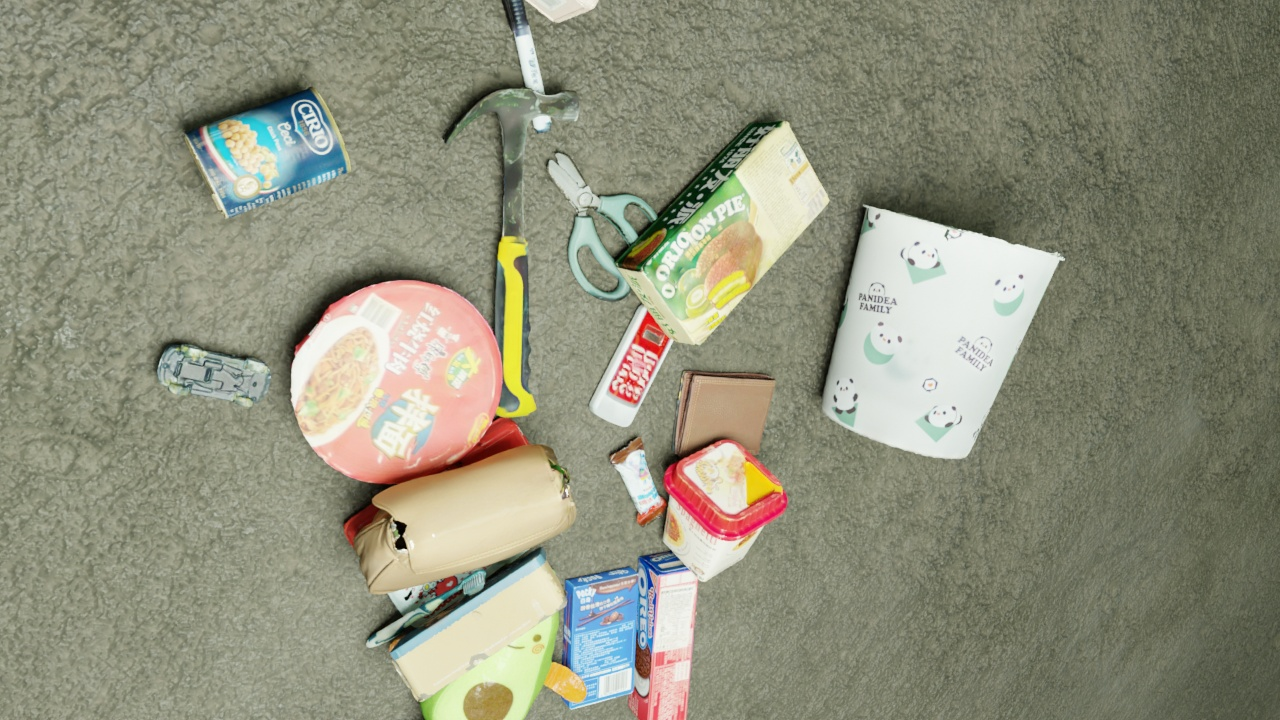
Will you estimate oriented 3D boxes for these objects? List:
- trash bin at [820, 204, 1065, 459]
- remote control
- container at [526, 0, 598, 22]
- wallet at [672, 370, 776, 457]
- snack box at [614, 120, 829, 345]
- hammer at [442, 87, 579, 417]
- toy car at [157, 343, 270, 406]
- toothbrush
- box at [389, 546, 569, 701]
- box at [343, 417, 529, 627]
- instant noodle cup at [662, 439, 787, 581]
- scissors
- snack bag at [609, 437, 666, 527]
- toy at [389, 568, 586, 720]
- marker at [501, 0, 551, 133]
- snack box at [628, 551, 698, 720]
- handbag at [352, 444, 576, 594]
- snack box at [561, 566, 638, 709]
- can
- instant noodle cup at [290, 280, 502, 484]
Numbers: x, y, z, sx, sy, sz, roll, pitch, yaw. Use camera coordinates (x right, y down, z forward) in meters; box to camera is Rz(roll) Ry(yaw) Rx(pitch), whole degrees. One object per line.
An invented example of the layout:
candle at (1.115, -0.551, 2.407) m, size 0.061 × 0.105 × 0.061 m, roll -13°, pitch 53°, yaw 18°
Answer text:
trash bin at (0.337, -0.034, 1.082) m, size 0.229 × 0.229 × 0.252 m, roll 8°, pitch 105°, yaw -31°
remote control at (-0.006, 0.006, 1.010) m, size 0.056 × 0.020 × 0.136 m, roll 28°, pitch 89°, yaw -33°
container at (-0.066, -0.376, 0.823) m, size 0.090 × 0.090 × 0.111 m, roll 30°, pitch 81°, yaw -32°
wallet at (0.098, 0.064, 1.080) m, size 0.124 × 0.032 × 0.101 m, roll 2°, pitch 105°, yaw -29°
snack box at (0.093, -0.139, 0.988) m, size 0.239 × 0.063 × 0.114 m, roll -48°, pitch 121°, yaw -16°
hammer at (-0.128, -0.099, 0.899) m, size 0.126 × 0.032 × 0.324 m, roll -2°, pitch 108°, yaw -17°
toy car at (-0.370, 0.012, 0.798) m, size 0.090 × 0.034 × 0.043 m, roll 15°, pitch 93°, yaw -34°
toothbrush at (-0.212, 0.248, 0.896) m, size 0.192 × 0.018 × 0.016 m, roll -36°, pitch 139°, yaw 29°
box at (-0.148, 0.249, 0.890) m, size 0.184 × 0.090 × 0.059 m, roll -34°, pitch 89°, yaw -9°
box at (-0.182, 0.168, 0.945) m, size 0.200 × 0.038 × 0.158 m, roll -35°, pitch 118°, yaw -18°
instant noodle cup at (0.086, 0.174, 1.042) m, size 0.116 × 0.116 × 0.124 m, roll -22°, pitch 142°, yaw -36°
scissors at (-0.052, -0.135, 0.946) m, size 0.180 × 0.019 × 0.139 m, roll 42°, pitch 82°, yaw -33°
snack bag at (-0.001, 0.139, 1.046) m, size 0.045 × 0.026 × 0.105 m, roll -30°, pitch 115°, yaw -18°
toy at (-0.161, 0.335, 0.972) m, size 0.226 × 0.090 × 0.246 m, roll 23°, pitch 90°, yaw -28°
marker at (-0.108, -0.283, 0.875) m, size 0.022 × 0.018 × 0.131 m, roll -17°, pitch 111°, yaw -16°
snack box at (0.027, 0.333, 1.097) m, size 0.058 × 0.057 × 0.208 m, roll -3°, pitch 105°, yaw -26°
handbag at (-0.160, 0.143, 0.850) m, size 0.204 × 0.148 × 0.099 m, roll -15°, pitch 74°, yaw -28°
snack box at (-0.047, 0.323, 1.070) m, size 0.084 × 0.026 × 0.157 m, roll -5°, pitch 106°, yaw -29°
can at (-0.308, -0.171, 0.759) m, size 0.111 × 0.075 × 0.075 m, roll -28°, pitch 115°, yaw -20°
instant noodle cup at (-0.230, 0.014, 0.860) m, size 0.193 × 0.066 × 0.194 m, roll -9°, pitch 109°, yaw -28°
